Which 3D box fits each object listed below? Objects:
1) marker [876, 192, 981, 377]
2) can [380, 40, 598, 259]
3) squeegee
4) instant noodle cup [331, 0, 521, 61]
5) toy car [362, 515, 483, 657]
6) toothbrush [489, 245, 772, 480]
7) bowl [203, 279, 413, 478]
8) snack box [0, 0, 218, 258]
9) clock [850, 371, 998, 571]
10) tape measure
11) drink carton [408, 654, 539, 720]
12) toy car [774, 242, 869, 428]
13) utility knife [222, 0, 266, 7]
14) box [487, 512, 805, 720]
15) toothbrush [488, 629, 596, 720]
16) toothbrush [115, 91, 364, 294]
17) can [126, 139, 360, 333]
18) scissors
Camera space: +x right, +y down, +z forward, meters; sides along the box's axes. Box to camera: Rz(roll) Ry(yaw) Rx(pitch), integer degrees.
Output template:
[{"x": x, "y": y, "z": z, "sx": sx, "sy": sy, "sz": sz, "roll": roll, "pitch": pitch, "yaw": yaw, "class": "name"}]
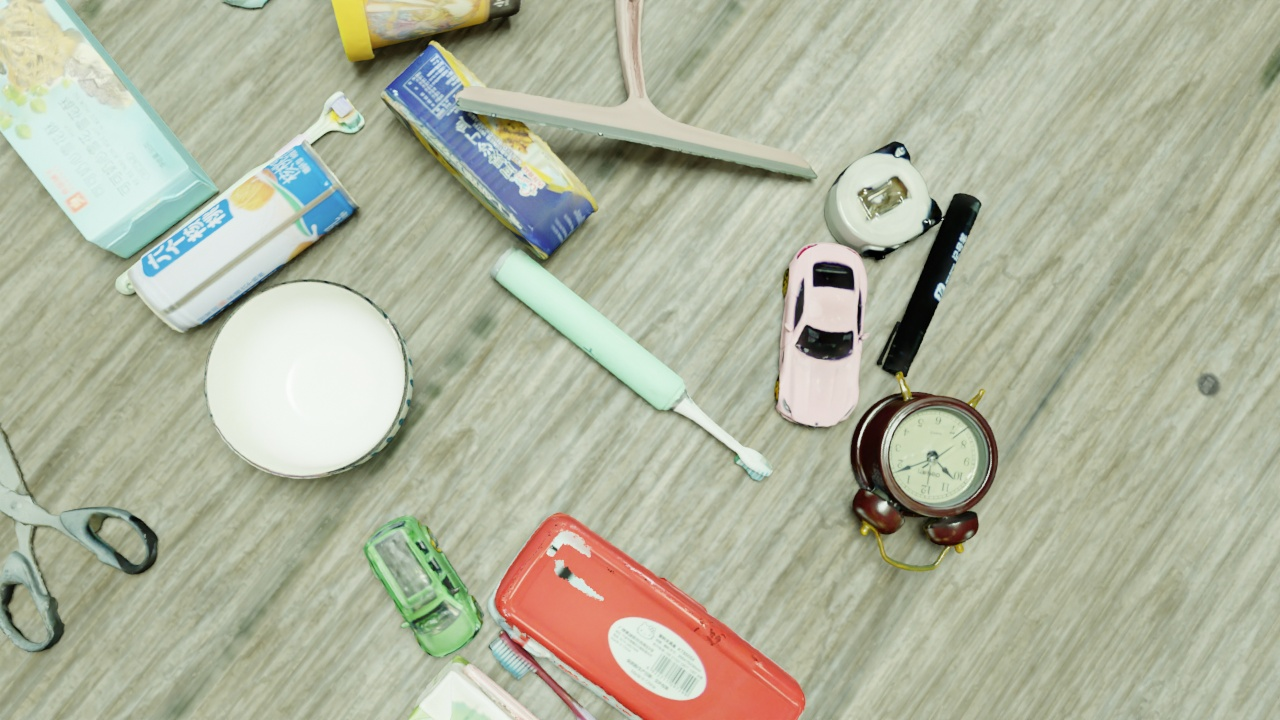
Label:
[{"x": 0.195, "y": -0.051, "z": 0.617, "sx": 0.022, "sy": 0.020, "sz": 0.132, "roll": 22, "pitch": 84, "yaw": 24, "class": "marker"}, {"x": -0.095, "y": -0.131, "z": 0.577, "sx": 0.148, "sy": 0.074, "sz": 0.049, "roll": 45, "pitch": 86, "yaw": 2, "class": "can"}, {"x": -0.003, "y": -0.245, "z": 0.609, "sx": 0.247, "sy": 0.040, "sz": 0.249, "roll": 5, "pitch": 74, "yaw": -25, "class": "squeegee"}, {"x": -0.140, "y": -0.256, "z": 0.569, "sx": 0.114, "sy": 0.119, "sz": 0.118, "roll": -14, "pitch": 85, "yaw": -13, "class": "instant noodle cup"}, {"x": -0.135, "y": 0.141, "z": 0.567, "sx": 0.043, "sy": 0.036, "sz": 0.091, "roll": -34, "pitch": 91, "yaw": -8, "class": "toy car"}, {"x": -0.004, "y": 0.003, "z": 0.594, "sx": 0.224, "sy": 0.027, "sz": 0.026, "roll": 38, "pitch": 54, "yaw": 0, "class": "toothbrush"}, {"x": -0.194, "y": 0.013, "z": 0.559, "sx": 0.116, "sy": 0.066, "sz": 0.116, "roll": 0, "pitch": 83, "yaw": -3, "class": "bowl"}, {"x": -0.352, "y": -0.154, "z": 0.571, "sx": 0.074, "sy": 0.052, "sz": 0.175, "roll": -39, "pitch": 88, "yaw": -8, "class": "snack box"}, {"x": 0.179, "y": 0.073, "z": 0.585, "sx": 0.082, "sy": 0.055, "sz": 0.122, "roll": 12, "pitch": 85, "yaw": -3, "class": "clock"}, {"x": 0.159, "y": -0.103, "z": 0.612, "sx": 0.066, "sy": 0.033, "sz": 0.065, "roll": -30, "pitch": 85, "yaw": -7, "class": "tape measure"}, {"x": -0.078, "y": 0.233, "z": 0.552, "sx": 0.122, "sy": 0.053, "sz": 0.045, "roll": 42, "pitch": 81, "yaw": 0, "class": "drink carton"}, {"x": 0.119, "y": -0.017, "z": 0.600, "sx": 0.056, "sy": 0.037, "sz": 0.122, "roll": 6, "pitch": 85, "yaw": -2, "class": "toy car"}, {"x": -0.213, "y": -0.306, "z": 0.616, "sx": 0.029, "sy": 0.013, "sz": 0.186, "roll": 37, "pitch": 83, "yaw": 0, "class": "utility knife"}, {"x": 0.003, "y": 0.181, "z": 0.574, "sx": 0.201, "sy": 0.047, "sz": 0.086, "roll": 36, "pitch": 83, "yaw": 0, "class": "box"}, {"x": -0.026, "y": 0.240, "z": 0.574, "sx": 0.017, "sy": 0.016, "sz": 0.187, "roll": -45, "pitch": 89, "yaw": 1, "class": "toothbrush"}, {"x": -0.259, "y": -0.106, "z": 0.590, "sx": 0.189, "sy": 0.029, "sz": 0.020, "roll": -40, "pitch": 46, "yaw": -6, "class": "toothbrush"}, {"x": -0.245, "y": -0.077, "z": 0.570, "sx": 0.134, "sy": 0.053, "sz": 0.053, "roll": -39, "pitch": 88, "yaw": -7, "class": "can"}, {"x": -0.380, "y": 0.096, "z": 0.566, "sx": 0.178, "sy": 0.014, "sz": 0.159, "roll": 8, "pitch": 81, "yaw": -1, "class": "scissors"}]
